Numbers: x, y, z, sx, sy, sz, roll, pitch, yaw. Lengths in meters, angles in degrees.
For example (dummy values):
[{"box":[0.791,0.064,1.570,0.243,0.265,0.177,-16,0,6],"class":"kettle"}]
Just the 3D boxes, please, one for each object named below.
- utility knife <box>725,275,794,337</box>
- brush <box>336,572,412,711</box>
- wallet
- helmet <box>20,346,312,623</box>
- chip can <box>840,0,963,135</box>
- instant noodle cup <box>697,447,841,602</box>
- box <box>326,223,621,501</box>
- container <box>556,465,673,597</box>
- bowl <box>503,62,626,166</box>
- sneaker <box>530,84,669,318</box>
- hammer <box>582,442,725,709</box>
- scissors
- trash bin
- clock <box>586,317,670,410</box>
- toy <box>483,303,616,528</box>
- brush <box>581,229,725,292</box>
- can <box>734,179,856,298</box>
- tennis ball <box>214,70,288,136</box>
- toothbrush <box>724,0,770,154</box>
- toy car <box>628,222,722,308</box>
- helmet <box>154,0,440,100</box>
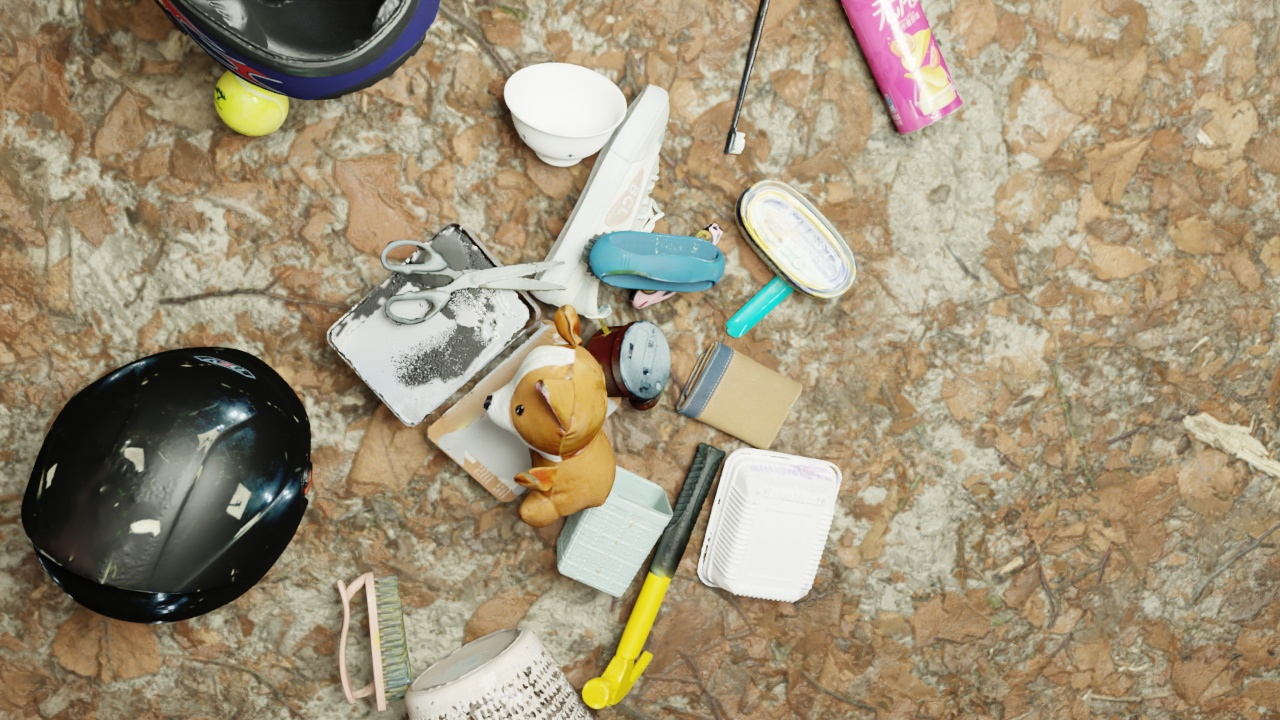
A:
[{"box":[0.151,-0.081,0.996,0.151,0.013,0.029,-43,101,5],"class":"utility knife"},{"box":[-0.290,0.299,0.992,0.073,0.063,0.146,-6,102,-17],"class":"brush"},{"box":[0.108,0.039,1.006,0.115,0.033,0.090,25,100,-12],"class":"wallet"},{"box":[-0.435,0.111,0.862,0.233,0.230,0.274,21,78,-13],"class":"helmet"},{"box":[0.251,-0.338,0.925,0.071,0.071,0.210,-29,104,-1],"class":"chip can"},{"box":[0.147,0.192,1.018,0.138,0.060,0.173,10,105,-10],"class":"instant noodle cup"},{"box":[-0.160,0.010,0.940,0.179,0.105,0.260,-41,98,1],"class":"box"},{"box":[-0.034,0.181,0.989,0.090,0.090,0.111,27,100,-11],"class":"container"},{"box":[-0.077,-0.232,0.902,0.118,0.118,0.065,7,139,-9],"class":"bowl"},{"box":[-0.017,-0.153,0.921,0.090,0.089,0.242,26,98,-14],"class":"sneaker"},{"box":[0.022,0.233,1.005,0.033,0.128,0.300,22,87,18],"class":"hammer"},{"box":[-0.163,-0.082,0.868,0.168,0.014,0.156,-42,97,2],"class":"scissors"},{"box":[-0.143,0.401,0.968,0.227,0.227,0.192,-25,91,-2],"class":"trash bin"},{"box":[-0.006,0.006,0.955,0.122,0.055,0.082,31,64,-47],"class":"clock"},{"box":[-0.082,0.057,0.865,0.130,0.140,0.200,3,136,-5],"class":"toy"},{"box":[0.020,-0.093,0.873,0.143,0.073,0.055,2,103,-27],"class":"brush"},{"box":[0.161,-0.126,0.958,0.074,0.049,0.148,-44,94,4],"class":"can"},{"box":[-0.368,-0.246,0.869,0.065,0.065,0.065,-1,101,-7],"class":"tennis ball"},{"box":[0.115,-0.302,0.945,0.018,0.015,0.181,9,101,-15],"class":"toothbrush"},{"box":[0.039,-0.096,0.956,0.122,0.056,0.037,-41,100,2],"class":"toy car"},{"box":[-0.287,-0.351,0.763,0.247,0.240,0.315,-34,93,-1],"class":"helmet"}]
